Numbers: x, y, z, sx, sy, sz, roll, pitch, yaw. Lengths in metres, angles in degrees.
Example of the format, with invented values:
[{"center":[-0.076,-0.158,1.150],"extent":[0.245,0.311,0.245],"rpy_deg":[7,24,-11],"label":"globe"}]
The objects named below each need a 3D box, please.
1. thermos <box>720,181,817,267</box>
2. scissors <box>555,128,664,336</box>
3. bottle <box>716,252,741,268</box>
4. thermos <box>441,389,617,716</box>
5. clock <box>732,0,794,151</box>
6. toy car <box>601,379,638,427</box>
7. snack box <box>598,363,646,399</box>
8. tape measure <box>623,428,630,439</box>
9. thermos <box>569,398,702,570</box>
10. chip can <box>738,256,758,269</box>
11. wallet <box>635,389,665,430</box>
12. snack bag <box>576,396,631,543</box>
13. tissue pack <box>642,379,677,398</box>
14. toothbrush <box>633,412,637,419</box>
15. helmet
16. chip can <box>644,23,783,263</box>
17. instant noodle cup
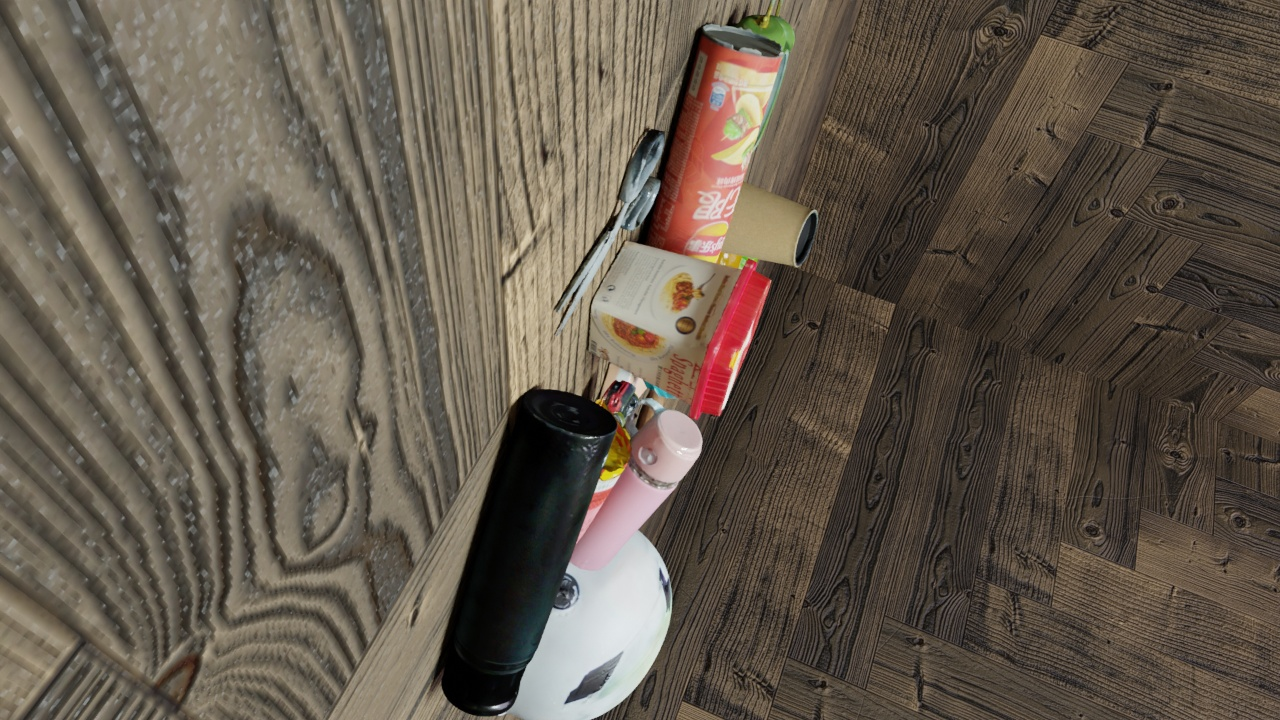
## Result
[{"center":[0.108,-0.147,0.961],"extent":[0.092,0.143,0.093],"rpy_deg":[-50,151,-41],"label":"thermos"},{"center":[-0.019,-0.093,0.678],"extent":[0.163,0.014,0.165],"rpy_deg":[-32,143,-75],"label":"scissors"},{"center":[0.082,-0.097,1.137],"extent":[0.067,0.068,0.190],"rpy_deg":[-55,164,-59],"label":"bottle"},{"center":[-0.089,0.137,0.669],"extent":[0.090,0.068,0.243],"rpy_deg":[-123,-130,-59],"label":"thermos"},{"center":[0.103,-0.271,0.873],"extent":[0.115,0.056,0.161],"rpy_deg":[-54,163,-64],"label":"clock"},{"center":[-0.039,0.071,0.852],"extent":[0.121,0.045,0.052],"rpy_deg":[-67,175,29],"label":"toy car"},{"center":[-0.006,0.006,0.971],"extent":[0.157,0.026,0.085],"rpy_deg":[-49,159,-68],"label":"snack box"},{"center":[-0.030,0.105,1.058],"extent":[0.057,0.029,0.060],"rpy_deg":[-61,175,-50],"label":"tape measure"},{"center":[-0.018,0.124,0.923],"extent":[0.067,0.087,0.199],"rpy_deg":[-18,150,-50],"label":"thermos"},{"center":[0.127,-0.121,1.364],"extent":[0.072,0.072,0.221],"rpy_deg":[78,35,-76],"label":"chip can"},{"center":[0.002,0.085,1.123],"extent":[0.115,0.020,0.101],"rpy_deg":[123,-13,-75],"label":"wallet"},{"center":[-0.067,0.133,0.786],"extent":[0.128,0.073,0.208],"rpy_deg":[-72,-179,-49],"label":"snack bag"},{"center":[0.030,-0.039,0.894],"extent":[0.093,0.050,0.133],"rpy_deg":[64,34,-63],"label":"tissue pack"},{"center":[-0.021,0.062,1.066],"extent":[0.017,0.016,0.187],"rpy_deg":[-58,172,-3],"label":"toothbrush"},{"center":[-0.048,0.310,1.057],"extent":[0.230,0.146,0.257],"rpy_deg":[101,13,-50],"label":"helmet"},{"center":[0.056,-0.168,0.781],"extent":[0.073,0.073,0.217],"rpy_deg":[-56,164,-57],"label":"chip can"},{"center":[0.028,-0.031,0.755],"extent":[0.116,0.124,0.116],"rpy_deg":[97,16,-57],"label":"instant noodle cup"}]
